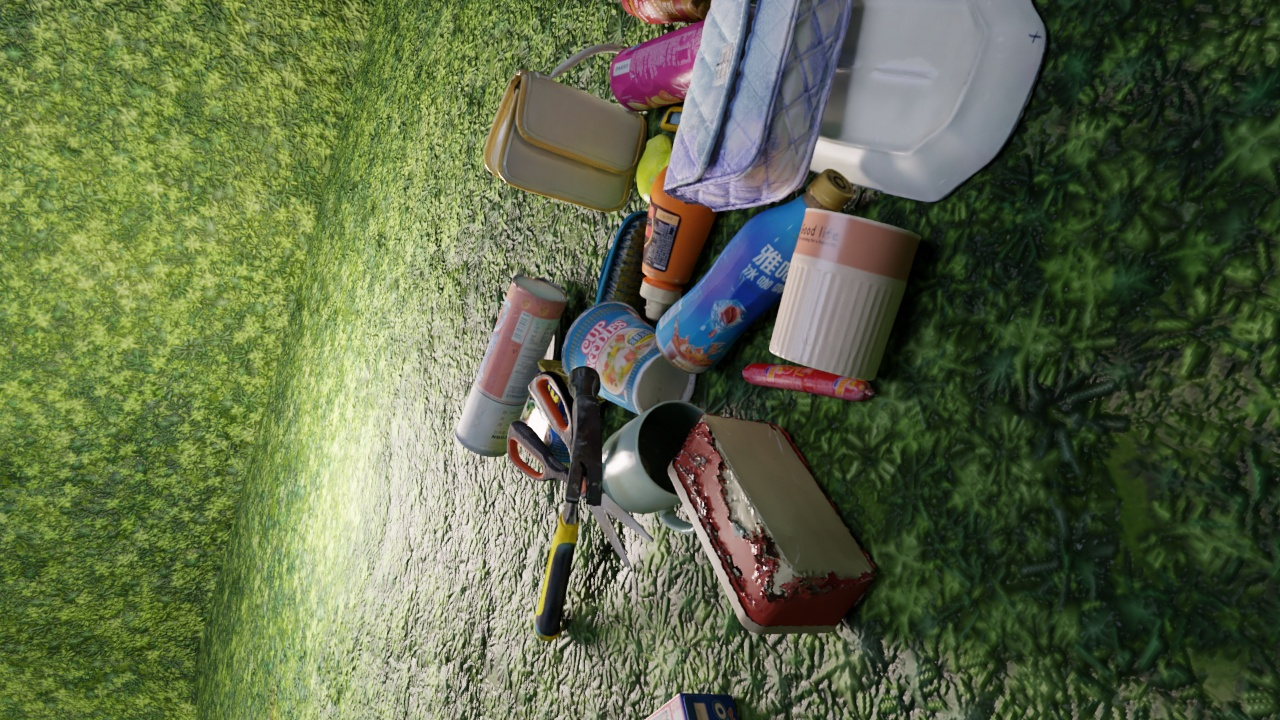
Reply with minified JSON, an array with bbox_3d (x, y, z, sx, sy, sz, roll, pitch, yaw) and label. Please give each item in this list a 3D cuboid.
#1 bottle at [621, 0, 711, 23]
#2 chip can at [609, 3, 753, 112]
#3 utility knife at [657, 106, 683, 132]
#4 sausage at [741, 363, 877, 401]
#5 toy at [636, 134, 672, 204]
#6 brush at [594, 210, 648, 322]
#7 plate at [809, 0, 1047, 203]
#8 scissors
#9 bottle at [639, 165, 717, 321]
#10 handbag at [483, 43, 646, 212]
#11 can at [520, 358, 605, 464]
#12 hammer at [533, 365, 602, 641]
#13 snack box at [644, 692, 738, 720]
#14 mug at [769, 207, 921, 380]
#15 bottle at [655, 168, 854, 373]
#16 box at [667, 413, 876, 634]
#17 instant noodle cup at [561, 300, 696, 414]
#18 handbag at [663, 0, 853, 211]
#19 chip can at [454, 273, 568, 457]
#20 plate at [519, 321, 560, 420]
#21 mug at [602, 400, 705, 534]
[{"bbox_3d":[0.034,-0.387,0.971,0.175,0.057,0.057,34,109,58],"label":"bottle"},{"bbox_3d":[0.048,-0.293,0.904,0.211,0.071,0.071,14,92,60],"label":"chip can"},{"bbox_3d":[0.056,-0.238,0.923,0.168,0.015,0.033,31,104,58],"label":"utility knife"},{"bbox_3d":[0.127,0.015,0.717,0.156,0.020,0.020,9,87,59],"label":"sausage"},{"bbox_3d":[0.024,-0.191,0.946,0.100,0.031,0.096,-12,71,56],"label":"toy"},{"bbox_3d":[-0.015,-0.085,0.950,0.073,0.055,0.144,30,106,58],"label":"brush"},{"bbox_3d":[0.180,-0.215,0.693,0.266,0.034,0.162,40,114,56],"label":"plate"},{"bbox_3d":[-0.070,0.119,0.944,0.198,0.021,0.227,-25,78,44],"label":"scissors"},{"bbox_3d":[0.031,-0.109,0.884,0.067,0.066,0.150,43,123,55],"label":"bottle"},{"bbox_3d":[-0.067,-0.259,0.991,0.063,0.163,0.179,40,114,54],"label":"handbag"},{"bbox_3d":[-0.089,0.057,1.023,0.102,0.057,0.083,44,119,55],"label":"can"},{"bbox_3d":[-0.073,0.167,0.889,0.126,0.032,0.324,-97,15,-50],"label":"hammer"},{"bbox_3d":[0.008,0.345,0.764,0.208,0.057,0.058,-52,37,37],"label":"snack box"},{"bbox_3d":[0.142,-0.049,0.666,0.114,0.081,0.106,-103,28,-81],"label":"mug"},{"bbox_3d":[0.094,-0.073,0.759,0.219,0.065,0.065,-47,42,39],"label":"bottle"},{"bbox_3d":[0.093,0.109,0.670,0.077,0.091,0.168,-64,33,28],"label":"box"},{"bbox_3d":[-0.005,0.005,0.875,0.110,0.099,0.099,31,106,49],"label":"instant noodle cup"},{"bbox_3d":[0.088,-0.222,0.728,0.134,0.075,0.193,3,77,61],"label":"handbag"},{"bbox_3d":[-0.153,0.007,1.084,0.215,0.071,0.071,-66,33,21],"label":"chip can"},{"bbox_3d":[-0.137,-0.002,1.154,0.180,0.024,0.179,-27,58,54],"label":"plate"},{"bbox_3d":[0.020,0.101,0.804,0.111,0.082,0.107,64,151,7],"label":"mug"}]
